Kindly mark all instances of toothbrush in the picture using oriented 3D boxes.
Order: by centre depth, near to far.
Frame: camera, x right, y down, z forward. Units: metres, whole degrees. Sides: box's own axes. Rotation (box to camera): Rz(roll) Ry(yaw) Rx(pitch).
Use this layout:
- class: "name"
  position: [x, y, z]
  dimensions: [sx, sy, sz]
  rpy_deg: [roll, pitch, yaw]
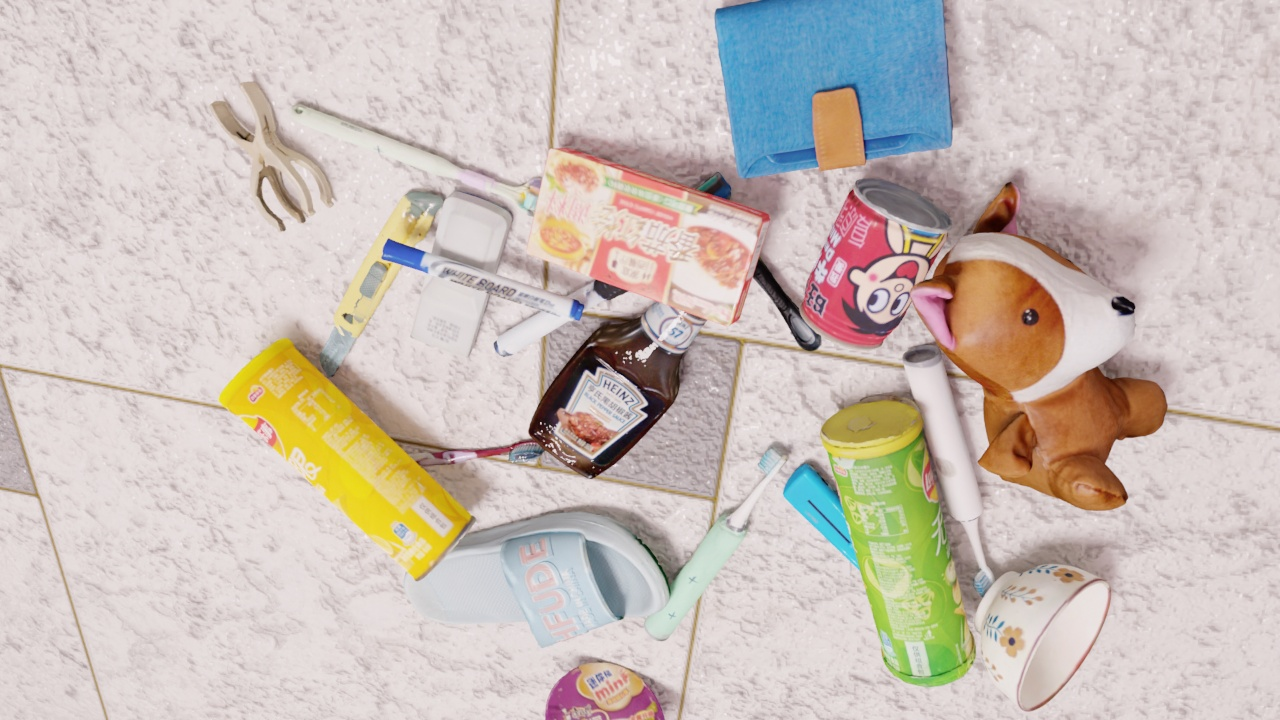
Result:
- class: "toothbrush"
  position: [-0.155, -0.142, 0.637]
  dimensions: [0.189, 0.029, 0.020]
  rpy_deg: [20, 162, 2]
- class: "toothbrush"
  position: [0.233, 0.088, 0.676]
  dimensions: [0.027, 0.026, 0.221]
  rpy_deg: [14, 133, 55]
- class: "toothbrush"
  position: [0.061, 0.155, 0.752]
  dimensions: [0.027, 0.026, 0.225]
  rpy_deg: [39, 122, 14]
- class: "toothbrush"
  position: [-0.167, 0.085, 0.766]
  dimensions: [0.188, 0.017, 0.016]
  rpy_deg: [-8, 117, 16]

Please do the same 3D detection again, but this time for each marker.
- class: "marker"
  position: [-0.110, -0.056, 0.648]
  dimensions: [0.146, 0.016, 0.017]
  rpy_deg: [18, 121, -4]
- class: "marker"
  position: [-0.055, -0.035, 0.675]
  dimensions: [0.131, 0.018, 0.022]
  rpy_deg: [-29, 119, 24]

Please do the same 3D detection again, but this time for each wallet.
- class: "wallet"
  position: [0.116, -0.169, 0.552]
  dimensions: [0.133, 0.040, 0.106]
  rpy_deg: [-5, 113, 16]

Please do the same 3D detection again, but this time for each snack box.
- class: "snack box"
  position: [0.003, -0.083, 0.604]
  dimensions: [0.153, 0.025, 0.075]
  rpy_deg: [22, 110, 16]

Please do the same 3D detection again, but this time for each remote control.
- class: "remote control"
  position: [-0.133, -0.061, 0.674]
  dimensions: [0.049, 0.024, 0.125]
  rpy_deg: [21, 122, -2]

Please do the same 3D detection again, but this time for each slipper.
- class: "slipper"
  position: [-0.097, 0.193, 0.780]
  dimensions: [0.246, 0.074, 0.104]
  rpy_deg: [-10, 115, 19]

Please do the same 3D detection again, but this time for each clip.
- class: "clip"
  position: [-0.251, -0.147, 0.648]
  dimensions: [0.081, 0.034, 0.104]
  rpy_deg: [-7, 109, 19]

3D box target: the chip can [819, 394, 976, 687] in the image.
- class: "chip can"
  position: [0.193, 0.138, 0.677]
  dimensions: [0.073, 0.072, 0.221]
  rpy_deg: [-12, 111, 18]

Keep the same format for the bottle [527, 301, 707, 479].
- class: "bottle"
  position: [-0.004, 0.004, 0.672]
  dimensions: [0.080, 0.043, 0.195]
  rpy_deg: [37, 119, -7]

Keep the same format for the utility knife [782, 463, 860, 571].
- class: "utility knife"
  position: [0.186, 0.159, 0.733]
  dimensions: [0.034, 0.018, 0.207]
  rpy_deg: [-37, 107, 26]

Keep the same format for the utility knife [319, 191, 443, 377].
- class: "utility knife"
  position: [-0.204, -0.056, 0.701]
  dimensions: [0.031, 0.020, 0.195]
  rpy_deg: [38, 124, -3]

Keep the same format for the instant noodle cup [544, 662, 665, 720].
- class: "instant noodle cup"
  position: [-0.043, 0.353, 0.844]
  dimensions: [0.111, 0.111, 0.099]
  rpy_deg: [21, 129, 0]

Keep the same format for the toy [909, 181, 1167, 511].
- class: "toy"
  position: [0.249, -0.003, 0.570]
  dimensions: [0.131, 0.139, 0.199]
  rpy_deg: [-17, 112, 53]

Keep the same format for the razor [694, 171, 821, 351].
- class: "razor"
  position: [0.080, -0.063, 0.627]
  dimensions: [0.043, 0.022, 0.143]
  rpy_deg: [-35, 105, 21]

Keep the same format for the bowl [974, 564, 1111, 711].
- class: "bowl"
  position: [0.295, 0.200, 0.694]
  dimensions: [0.062, 0.113, 0.114]
  rpy_deg: [31, 133, 45]

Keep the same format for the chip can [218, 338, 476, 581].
- class: "chip can"
  position: [-0.231, 0.079, 0.734]
  dimensions: [0.213, 0.071, 0.072]
  rpy_deg: [44, 118, -7]

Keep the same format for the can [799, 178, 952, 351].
- class: "can"
  position: [0.148, -0.060, 0.588]
  dimensions: [0.066, 0.066, 0.094]
  rpy_deg: [21, 121, 0]
